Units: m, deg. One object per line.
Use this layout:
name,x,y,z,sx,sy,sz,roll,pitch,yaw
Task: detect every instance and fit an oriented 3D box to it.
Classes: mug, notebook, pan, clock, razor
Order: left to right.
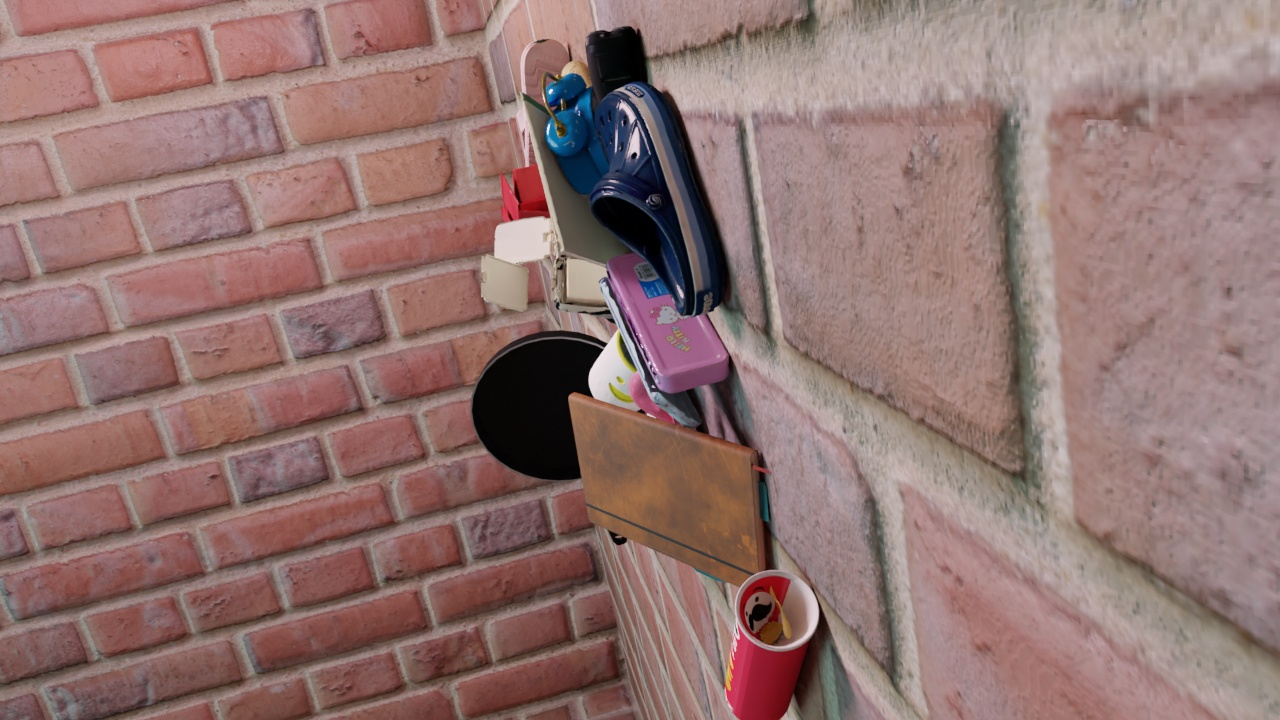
pan,-0.084,0.113,1.221,0.034,0.225,0.357,-96,-14,-58
clock,-0.061,-0.251,1.012,0.161,0.060,0.116,49,-149,-49
notebook,-0.061,-0.194,1.076,0.252,0.010,0.182,4,-109,-70
razor,-0.019,-0.274,0.951,0.151,0.054,0.067,75,-170,-49
mug,-0.006,0.006,1.073,0.106,0.082,0.082,-51,51,56
notebook,0.031,0.140,0.930,0.250,0.014,0.179,15,124,39

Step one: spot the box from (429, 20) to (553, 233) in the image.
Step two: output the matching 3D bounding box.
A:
box,-0.175,-0.330,1.356,0.325,0.153,0.214,61,171,4

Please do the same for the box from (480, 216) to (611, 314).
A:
box,-0.113,-0.128,1.196,0.069,0.191,0.143,125,147,-68

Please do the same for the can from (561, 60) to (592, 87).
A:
can,-0.077,-0.355,1.197,0.038,0.038,0.079,87,166,-51

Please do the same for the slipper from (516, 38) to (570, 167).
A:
slipper,-0.140,-0.369,1.405,0.064,0.094,0.240,-126,29,-58

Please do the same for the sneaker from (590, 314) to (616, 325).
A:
sneaker,-0.054,-0.094,1.324,0.235,0.079,0.084,148,107,-81

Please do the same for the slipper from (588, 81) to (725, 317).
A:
slipper,0.002,-0.152,0.846,0.105,0.095,0.252,89,162,-65

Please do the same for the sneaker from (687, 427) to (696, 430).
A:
sneaker,0.025,0.122,1.129,0.241,0.088,0.118,86,167,-51

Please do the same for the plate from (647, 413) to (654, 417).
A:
plate,0.011,0.015,1.225,0.182,0.034,0.182,165,91,-81

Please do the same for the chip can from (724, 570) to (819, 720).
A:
chip can,0.116,0.272,0.846,0.221,0.069,0.069,87,166,-53

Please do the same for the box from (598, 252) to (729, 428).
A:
box,0.016,-0.029,0.934,0.096,0.077,0.214,-65,31,30

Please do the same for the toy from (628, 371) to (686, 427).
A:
toy,0.014,0.112,1.006,0.159,0.084,0.195,52,134,14
